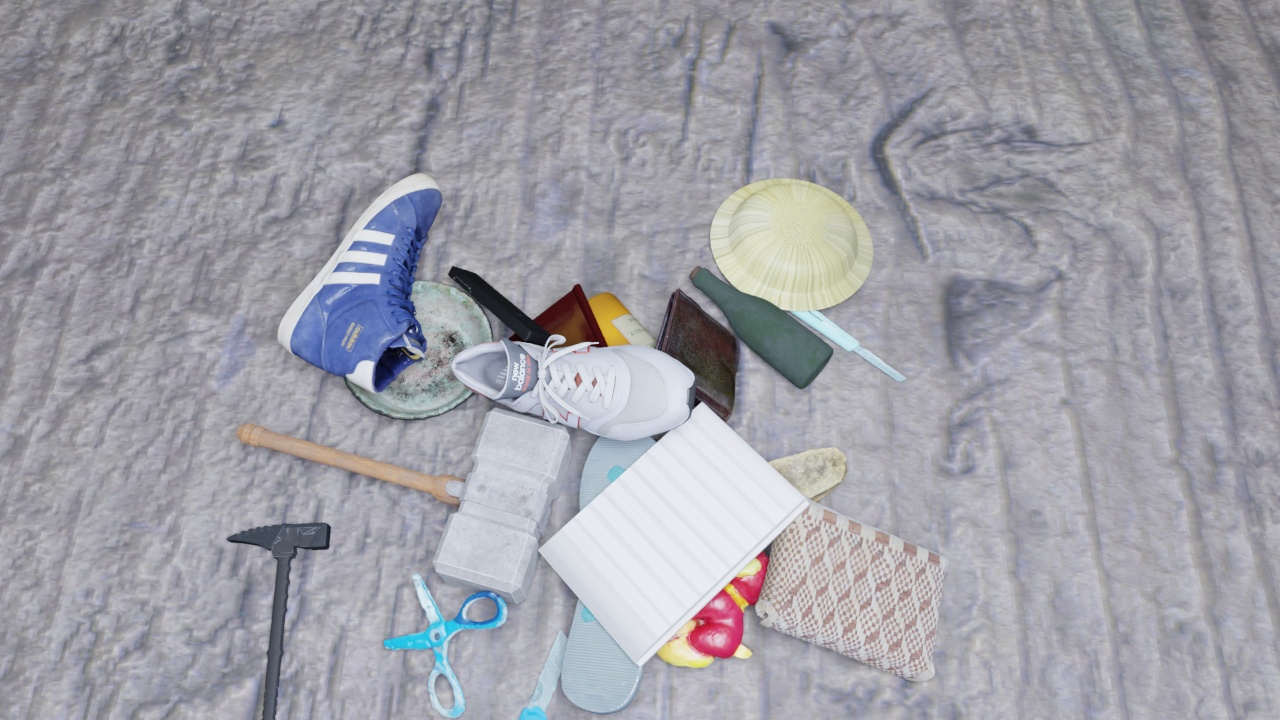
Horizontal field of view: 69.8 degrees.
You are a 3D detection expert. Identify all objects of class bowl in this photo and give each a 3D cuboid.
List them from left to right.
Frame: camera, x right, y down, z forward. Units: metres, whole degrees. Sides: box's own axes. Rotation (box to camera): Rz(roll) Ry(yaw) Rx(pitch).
[{"bbox_3d":[-0.231,-0.006,0.960,0.157,0.039,0.157,1,67,-1],"label":"bowl"}]

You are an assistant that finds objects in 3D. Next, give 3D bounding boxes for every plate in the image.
[{"bbox_3d":[0.172,-0.143,1.023,0.184,0.036,0.184,1,61,-2],"label":"plate"}]

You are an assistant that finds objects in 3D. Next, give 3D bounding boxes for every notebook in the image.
[{"bbox_3d":[0.030,0.153,0.840,0.209,0.009,0.142,-41,64,-11],"label":"notebook"}]

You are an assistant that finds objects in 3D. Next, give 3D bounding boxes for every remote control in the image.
[{"bbox_3d":[-0.149,-0.058,0.960,0.150,0.034,0.013,38,104,36],"label":"remote control"}]

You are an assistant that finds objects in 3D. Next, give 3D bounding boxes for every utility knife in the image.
[{"bbox_3d":[-0.111,0.351,0.824,0.031,0.015,0.221,22,66,3],"label":"utility knife"},{"bbox_3d":[0.217,-0.026,0.998,0.166,0.015,0.022,37,64,10],"label":"utility knife"}]

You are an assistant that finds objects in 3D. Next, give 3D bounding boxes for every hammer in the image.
[{"bbox_3d":[-0.344,0.310,0.835,0.095,0.015,0.324,-2,67,-3],"label":"hammer"},{"bbox_3d":[-0.241,0.109,0.886,0.318,0.083,0.162,15,67,5],"label":"hammer"}]

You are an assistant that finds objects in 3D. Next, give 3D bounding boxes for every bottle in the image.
[{"bbox_3d":[-0.006,0.005,0.946,0.067,0.068,0.157,-37,73,-16],"label":"bottle"},{"bbox_3d":[0.122,-0.043,0.979,0.174,0.055,0.055,40,71,16],"label":"bottle"}]

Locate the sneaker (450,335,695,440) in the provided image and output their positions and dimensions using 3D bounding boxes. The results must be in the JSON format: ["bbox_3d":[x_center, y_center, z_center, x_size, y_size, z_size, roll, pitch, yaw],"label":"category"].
[{"bbox_3d":[-0.077,0.021,0.843,0.240,0.124,0.089,4,85,36],"label":"sneaker"}]

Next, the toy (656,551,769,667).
[{"bbox_3d":[0.071,0.232,0.856,0.137,0.067,0.105,-34,68,-8],"label":"toy"}]

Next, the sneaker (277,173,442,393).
[{"bbox_3d":[-0.239,-0.074,0.916,0.118,0.091,0.232,32,70,16],"label":"sneaker"}]

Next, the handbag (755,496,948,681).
[{"bbox_3d":[0.197,0.212,0.857,0.185,0.047,0.124,24,67,-14],"label":"handbag"}]

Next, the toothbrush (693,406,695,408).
[{"bbox_3d":[0.066,0.052,0.959,0.018,0.012,0.212,-5,67,-4],"label":"toothbrush"}]

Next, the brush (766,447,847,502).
[{"bbox_3d":[0.120,0.132,0.902,0.195,0.043,0.059,-18,71,-17],"label":"brush"}]

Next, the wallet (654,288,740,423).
[{"bbox_3d":[0.058,-0.004,0.934,0.099,0.031,0.119,39,42,-24],"label":"wallet"}]

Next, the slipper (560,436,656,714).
[{"bbox_3d":[-0.012,0.193,0.864,0.098,0.055,0.268,-2,63,15],"label":"slipper"}]

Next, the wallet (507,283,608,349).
[{"bbox_3d":[-0.086,-0.009,0.939,0.116,0.018,0.091,-36,66,28],"label":"wallet"}]

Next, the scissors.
[{"bbox_3d":[-0.174,0.254,0.837,0.140,0.011,0.134,-27,79,17],"label":"scissors"}]
